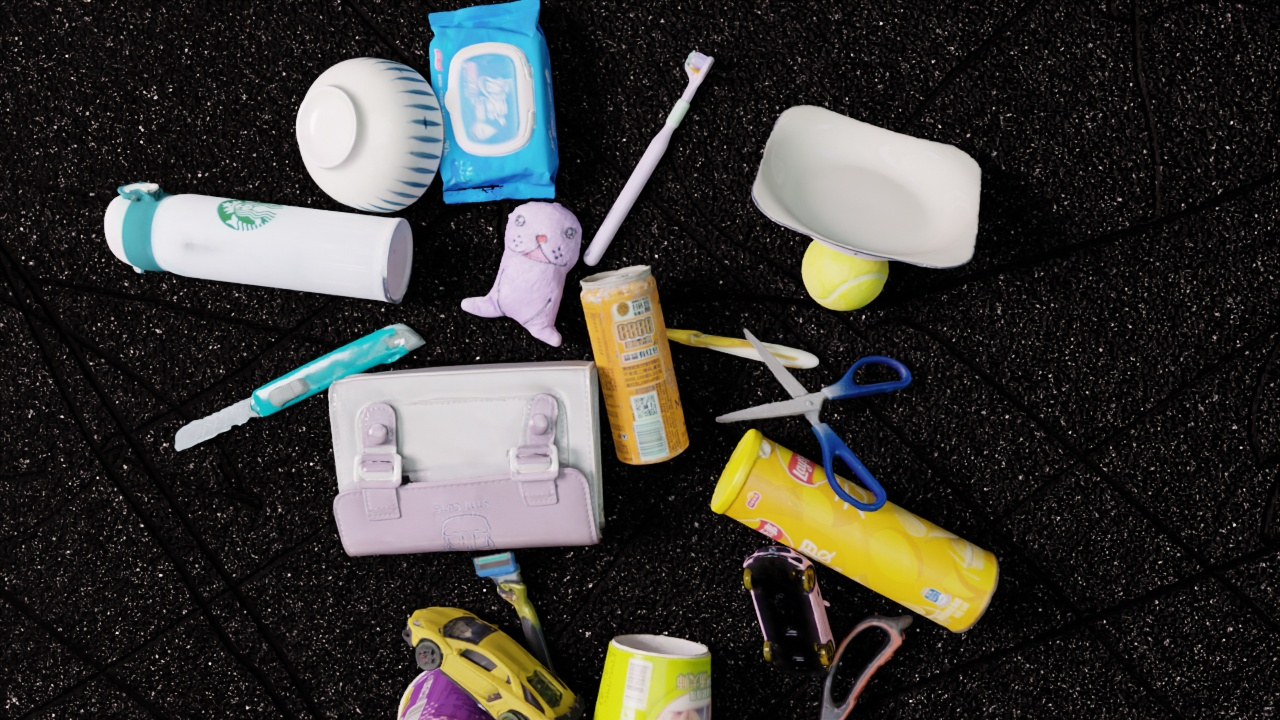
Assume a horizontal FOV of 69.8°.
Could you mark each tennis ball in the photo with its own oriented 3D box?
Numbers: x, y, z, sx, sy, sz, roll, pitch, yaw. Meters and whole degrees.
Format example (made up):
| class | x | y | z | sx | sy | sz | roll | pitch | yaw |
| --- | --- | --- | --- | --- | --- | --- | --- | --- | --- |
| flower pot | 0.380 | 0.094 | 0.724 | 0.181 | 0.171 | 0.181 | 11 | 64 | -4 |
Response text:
| class | x | y | z | sx | sy | sz | roll | pitch | yaw |
| --- | --- | --- | --- | --- | --- | --- | --- | --- | --- |
| tennis ball | 0.157 | -0.071 | 0.707 | 0.065 | 0.065 | 0.065 | 0 | 92 | 1 |

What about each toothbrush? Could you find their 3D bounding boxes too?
| class | x | y | z | sx | sy | sz | roll | pitch | yaw |
| --- | --- | --- | --- | --- | --- | --- | --- | --- | --- |
| toothbrush | 0.049 | -0.018 | 0.735 | 0.191 | 0.018 | 0.016 | 11 | 75 | 2 |
| toothbrush | 0.004 | -0.159 | 0.732 | 0.021 | 0.029 | 0.189 | 27 | 94 | -37 |

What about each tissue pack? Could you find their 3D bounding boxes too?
| class | x | y | z | sx | sy | sz | roll | pitch | yaw |
| --- | --- | --- | --- | --- | --- | --- | --- | --- | --- |
| tissue pack | -0.115 | -0.203 | 0.716 | 0.095 | 0.052 | 0.157 | -4 | 92 | 1 |

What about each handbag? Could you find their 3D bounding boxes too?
| class | x | y | z | sx | sy | sz | roll | pitch | yaw |
| --- | --- | --- | --- | --- | --- | --- | --- | --- | --- |
| handbag | -0.129 | 0.076 | 0.708 | 0.197 | 0.098 | 0.145 | -4 | 97 | 2 |

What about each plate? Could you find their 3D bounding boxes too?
| class | x | y | z | sx | sy | sz | roll | pitch | yaw |
| --- | --- | --- | --- | --- | --- | --- | --- | --- | --- |
| plate | 0.168 | -0.123 | 0.687 | 0.164 | 0.034 | 0.163 | 18 | 48 | 6 |

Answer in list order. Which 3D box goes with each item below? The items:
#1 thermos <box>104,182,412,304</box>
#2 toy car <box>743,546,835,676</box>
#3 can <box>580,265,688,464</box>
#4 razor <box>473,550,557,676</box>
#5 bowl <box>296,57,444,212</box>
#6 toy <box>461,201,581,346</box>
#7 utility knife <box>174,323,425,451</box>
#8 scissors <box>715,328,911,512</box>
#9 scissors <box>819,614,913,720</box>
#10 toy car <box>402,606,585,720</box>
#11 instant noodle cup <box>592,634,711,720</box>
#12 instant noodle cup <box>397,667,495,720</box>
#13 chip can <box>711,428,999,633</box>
| class | x | y | z | sx | sy | sz | roll | pitch | yaw |
| --- | --- | --- | --- | --- | --- | --- | --- | --- | --- |
| thermos | -0.297 | -0.093 | 0.716 | 0.224 | 0.073 | 0.073 | 7 | 92 | 1 |
| toy car | 0.118 | 0.195 | 0.718 | 0.056 | 0.037 | 0.122 | -6 | 114 | 26 |
| can | -0.004 | 0.004 | 0.704 | 0.058 | 0.058 | 0.146 | -12 | 103 | 1 |
| razor | -0.089 | 0.219 | 0.744 | 0.043 | 0.022 | 0.143 | -18 | 96 | 35 |
| bowl | -0.214 | -0.172 | 0.691 | 0.117 | 0.066 | 0.116 | 3 | 97 | 27 |
| toy | -0.087 | -0.075 | 0.726 | 0.084 | 0.039 | 0.108 | 19 | 93 | -5 |
| utility knife | -0.280 | 0.023 | 0.746 | 0.223 | 0.013 | 0.029 | -25 | 91 | 2 |
| scissors | 0.142 | 0.035 | 0.707 | 0.162 | 0.012 | 0.173 | -30 | 72 | -23 |
| scissors | 0.165 | 0.302 | 0.730 | 0.227 | 0.015 | 0.189 | -9 | 79 | 16 |
| toy car | -0.115 | 0.237 | 0.707 | 0.156 | 0.071 | 0.041 | 33 | 101 | 15 |
| instant noodle cup | 0.010 | 0.279 | 0.707 | 0.112 | 0.112 | 0.123 | 6 | 83 | 1 |
| instant noodle cup | -0.145 | 0.301 | 0.710 | 0.111 | 0.099 | 0.111 | 0 | 93 | 0 |
| chip can | 0.163 | 0.132 | 0.711 | 0.213 | 0.072 | 0.072 | 28 | 92 | -1 |
